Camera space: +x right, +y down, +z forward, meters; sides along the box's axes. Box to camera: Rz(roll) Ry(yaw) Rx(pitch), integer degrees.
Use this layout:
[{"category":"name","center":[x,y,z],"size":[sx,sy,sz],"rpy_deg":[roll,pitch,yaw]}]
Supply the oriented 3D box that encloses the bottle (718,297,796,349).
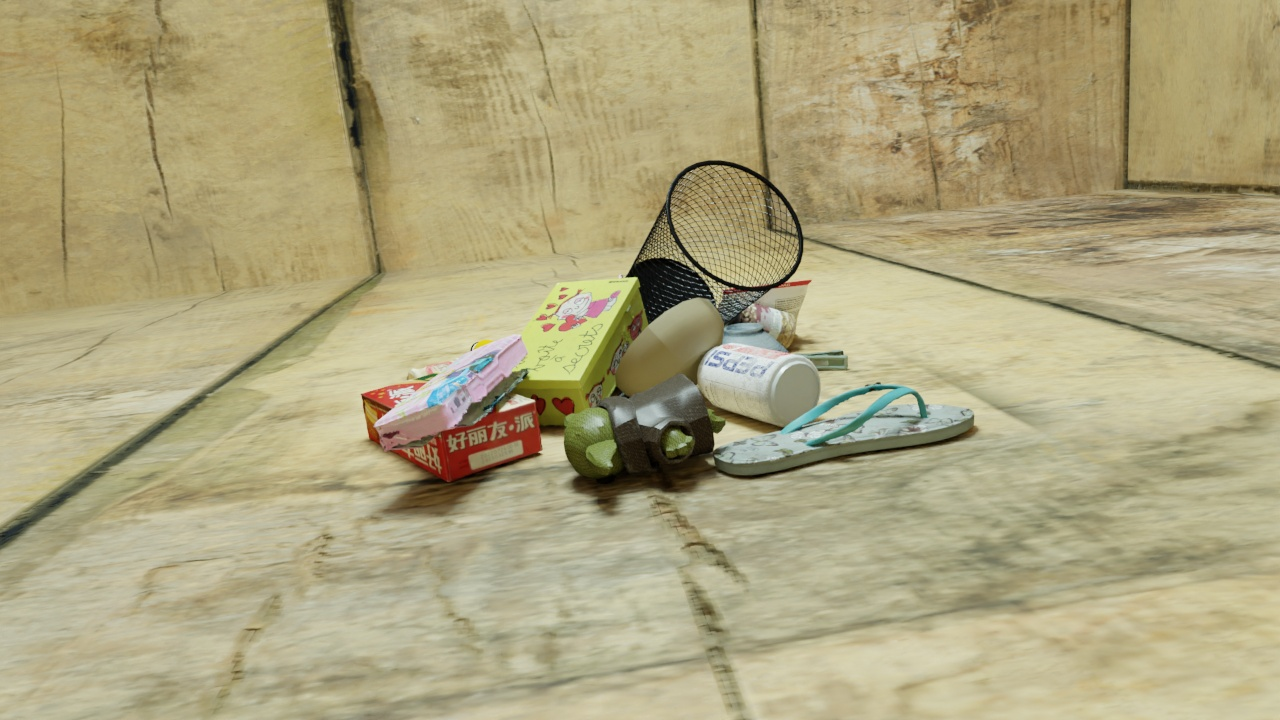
[{"category":"bottle","center":[0.164,-0.052,1.314],"size":[0.105,0.056,0.056],"rpy_deg":[13,7,-19]}]

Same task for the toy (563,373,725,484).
[{"category":"toy","center":[0.002,0.069,0.879],"size":[0.152,0.078,0.179],"rpy_deg":[-17,15,-11]}]

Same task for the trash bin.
[{"category":"trash bin","center":[0.078,-0.121,1.194],"size":[0.183,0.184,0.211],"rpy_deg":[-13,-19,-28]}]

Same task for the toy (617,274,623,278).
[{"category":"toy","center":[0.002,-0.055,1.412],"size":[0.106,0.131,0.205],"rpy_deg":[-23,-11,31]}]

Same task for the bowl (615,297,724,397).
[{"category":"bowl","center":[0.045,-0.001,1.091],"size":[0.152,0.153,0.050],"rpy_deg":[-18,57,-43]}]

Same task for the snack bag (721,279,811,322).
[{"category":"snack bag","center":[0.180,-0.070,1.373],"size":[0.130,0.039,0.144],"rpy_deg":[-7,-30,-5]}]

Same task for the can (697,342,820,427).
[{"category":"can","center":[0.129,0.025,1.015],"size":[0.078,0.078,0.136],"rpy_deg":[-13,15,-29]}]

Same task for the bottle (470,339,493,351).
[{"category":"bottle","center":[-0.220,-0.006,1.391],"size":[0.043,0.043,0.144],"rpy_deg":[-13,14,-28]}]

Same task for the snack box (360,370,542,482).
[{"category":"snack box","center":[-0.217,0.067,1.027],"size":[0.113,0.060,0.237],"rpy_deg":[-17,17,-32]}]

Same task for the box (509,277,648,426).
[{"category":"box","center":[-0.081,-0.012,1.123],"size":[0.125,0.081,0.220],"rpy_deg":[0,33,24]}]

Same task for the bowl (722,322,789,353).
[{"category":"bowl","center":[0.141,-0.018,1.247],"size":[0.137,0.057,0.137],"rpy_deg":[-6,13,1]}]

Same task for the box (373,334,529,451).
[{"category":"box","center":[-0.183,0.036,0.937],"size":[0.085,0.053,0.230],"rpy_deg":[-21,12,17]}]

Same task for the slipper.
[{"category":"slipper","center":[0.196,0.058,0.900],"size":[0.268,0.055,0.098],"rpy_deg":[-10,11,-13]}]

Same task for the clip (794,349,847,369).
[{"category":"clip","center":[0.232,0.001,1.203],"size":[0.076,0.023,0.059],"rpy_deg":[-3,11,3]}]

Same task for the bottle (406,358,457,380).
[{"category":"bottle","center":[-0.275,0.021,1.304],"size":[0.108,0.044,0.044],"rpy_deg":[-16,16,-36]}]

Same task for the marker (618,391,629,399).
[{"category":"marker","center":[-0.012,0.036,1.169],"size":[0.016,0.016,0.140],"rpy_deg":[-3,13,12]}]
